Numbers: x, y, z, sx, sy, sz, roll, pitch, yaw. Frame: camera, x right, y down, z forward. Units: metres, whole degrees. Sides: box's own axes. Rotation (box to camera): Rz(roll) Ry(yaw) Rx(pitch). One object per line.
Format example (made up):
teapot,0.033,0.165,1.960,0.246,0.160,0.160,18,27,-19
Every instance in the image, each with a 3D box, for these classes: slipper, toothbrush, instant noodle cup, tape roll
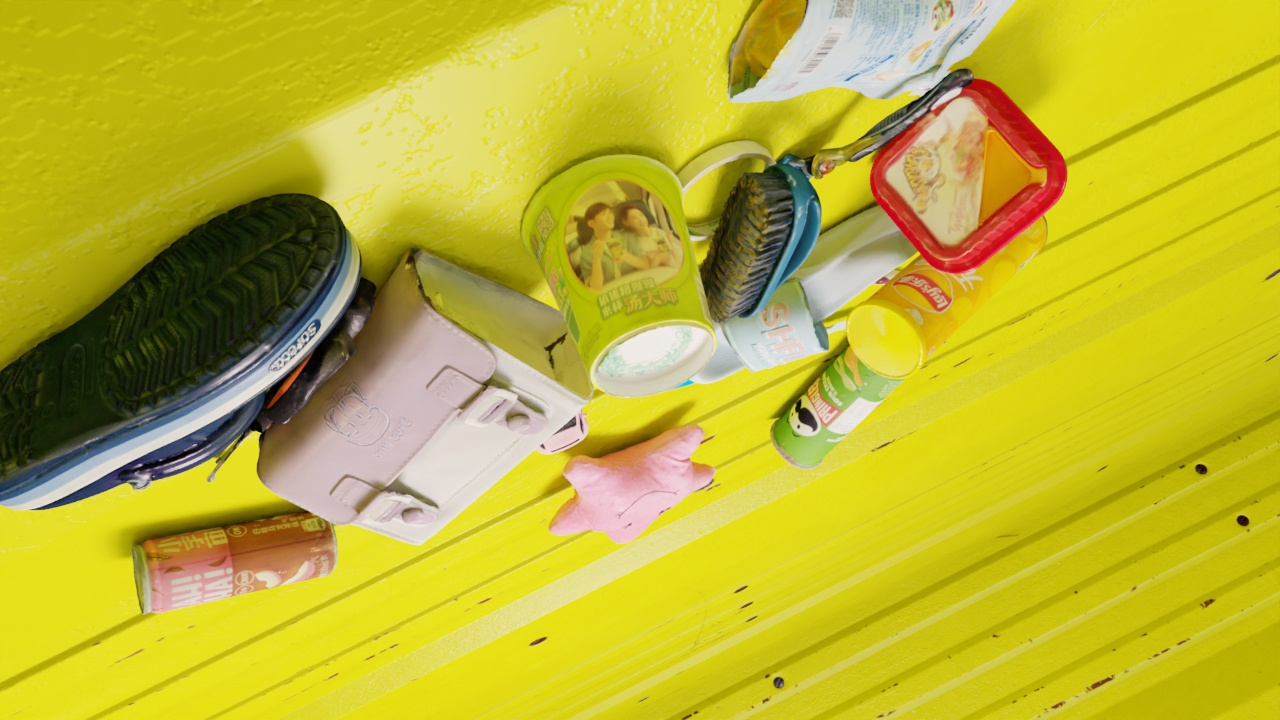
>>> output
slipper,-0.250,0.012,0.500,0.253,0.105,0.095,-30,150,7
toothbrush,0.274,-0.077,0.909,0.187,0.017,0.016,-1,143,-42
slipper,0.146,-0.046,0.789,0.245,0.074,0.104,-32,153,6
instant noodle cup,0.259,-0.137,0.702,0.117,0.116,0.124,-45,160,31
instant noodle cup,-0.008,-0.046,0.580,0.111,0.123,0.112,-13,149,-8
tape roll,0.057,-0.118,0.647,0.085,0.014,0.086,-21,152,-12

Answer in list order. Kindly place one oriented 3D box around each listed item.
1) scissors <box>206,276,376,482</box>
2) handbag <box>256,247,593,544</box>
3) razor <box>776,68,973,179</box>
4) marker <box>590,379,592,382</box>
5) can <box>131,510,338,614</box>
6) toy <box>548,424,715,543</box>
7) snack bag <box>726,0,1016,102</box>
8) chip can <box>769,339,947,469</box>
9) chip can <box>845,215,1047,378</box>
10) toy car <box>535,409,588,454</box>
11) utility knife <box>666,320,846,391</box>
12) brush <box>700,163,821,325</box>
scissors,-0.231,0.019,0.603,0.021,0.152,0.235,36,155,-22
handbag,-0.149,0.034,0.625,0.145,0.098,0.197,29,121,-36
razor,0.162,-0.156,0.629,0.143,0.022,0.042,-26,161,35
marker,-0.005,0.005,0.792,0.145,0.017,0.017,-11,149,-38
can,-0.327,0.162,0.746,0.147,0.058,0.058,-7,147,-35
toy,-0.003,0.138,0.972,0.194,0.074,0.179,-14,142,-23
snack bag,0.149,-0.199,0.562,0.190,0.039,0.111,-12,150,-31
chip can,0.232,0.027,0.995,0.072,0.072,0.237,-6,147,-35
chip can,0.265,-0.068,0.785,0.212,0.072,0.072,-37,160,-31
toy car,-0.076,0.050,0.799,0.056,0.037,0.122,-26,152,-6
utility knife,0.120,-0.011,0.886,0.224,0.018,0.034,-15,149,-19
brush,0.090,-0.083,0.659,0.073,0.055,0.144,-15,150,-21
